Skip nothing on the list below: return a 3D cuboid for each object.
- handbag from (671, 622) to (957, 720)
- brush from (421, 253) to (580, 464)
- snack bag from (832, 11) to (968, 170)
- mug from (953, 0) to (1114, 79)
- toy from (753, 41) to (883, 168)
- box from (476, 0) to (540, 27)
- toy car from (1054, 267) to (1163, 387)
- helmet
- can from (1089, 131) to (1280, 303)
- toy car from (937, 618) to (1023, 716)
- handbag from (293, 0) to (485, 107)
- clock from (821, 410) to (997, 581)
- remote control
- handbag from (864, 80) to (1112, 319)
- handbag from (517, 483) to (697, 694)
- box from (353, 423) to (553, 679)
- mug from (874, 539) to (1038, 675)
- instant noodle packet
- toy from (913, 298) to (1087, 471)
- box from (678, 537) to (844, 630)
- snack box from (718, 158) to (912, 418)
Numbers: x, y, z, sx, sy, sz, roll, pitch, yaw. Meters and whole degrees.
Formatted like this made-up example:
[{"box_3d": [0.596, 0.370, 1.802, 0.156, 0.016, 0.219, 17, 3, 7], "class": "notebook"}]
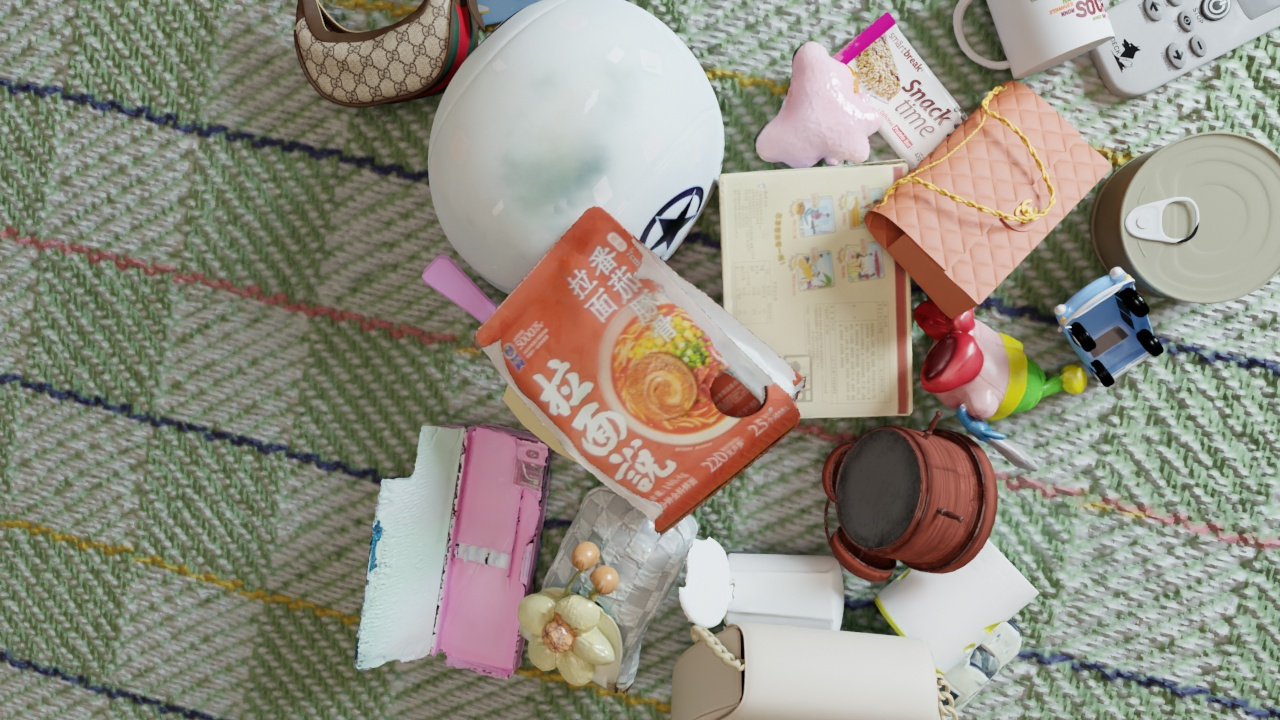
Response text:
[{"box_3d": [0.131, 0.276, 0.744, 0.210, 0.209, 0.103, 6, 52, -4], "class": "handbag"}, {"box_3d": [-0.092, 0.000, 0.774, 0.089, 0.043, 0.228, -40, 112, 20], "class": "brush"}, {"box_3d": [0.241, -0.193, 0.767, 0.070, 0.016, 0.196, -39, 89, 8], "class": "snack bag"}, {"box_3d": [0.304, -0.275, 0.726, 0.105, 0.073, 0.089, -19, 93, 30], "class": "mug"}, {"box_3d": [0.152, -0.203, 0.760, 0.093, 0.050, 0.102, 23, 107, 5], "class": "toy"}, {"box_3d": [-0.084, -0.357, 0.779, 0.210, 0.049, 0.120, -9, 93, 10], "class": "box"}, {"box_3d": [0.360, -0.027, 0.712, 0.056, 0.153, 0.054, -38, 53, 17], "class": "toy car"}, {"box_3d": [-0.064, -0.166, 0.738, 0.264, 0.163, 0.236, -41, 88, 10], "class": "helmet"}, {"box_3d": [0.430, -0.109, 0.720, 0.128, 0.073, 0.128, 1, 96, 8], "class": "can"}, {"box_3d": [0.285, 0.263, 0.798, 0.048, 0.033, 0.105, 41, 98, 4], "class": "toy car"}, {"box_3d": [-0.216, -0.292, 0.780, 0.167, 0.063, 0.138, -6, 108, 19], "class": "handbag"}, {"box_3d": [0.208, 0.115, 0.750, 0.072, 0.158, 0.120, 14, 58, -26], "class": "clock"}, {"box_3d": [0.438, -0.272, 0.730, 0.151, 0.019, 0.074, -27, 92, 9], "class": "remote control"}, {"box_3d": [0.271, -0.133, 0.715, 0.171, 0.060, 0.109, -43, 86, -15], "class": "handbag"}, {"box_3d": [-0.032, 0.191, 0.789, 0.112, 0.123, 0.171, 28, 98, 19], "class": "handbag"}, {"box_3d": [-0.168, 0.171, 0.835, 0.158, 0.066, 0.230, 8, 97, -17], "class": "box"}, {"box_3d": [0.263, 0.197, 0.769, 0.106, 0.082, 0.082, -44, 89, 8], "class": "mug"}, {"box_3d": [-0.004, 0.004, 0.721, 0.221, 0.083, 0.165, 43, 117, -8], "class": "instant noodle packet"}, {"box_3d": [0.289, 0.013, 0.741, 0.131, 0.124, 0.097, 37, 126, -26], "class": "toy"}, {"box_3d": [0.102, 0.193, 0.765, 0.137, 0.144, 0.083, 0, 73, 10], "class": "box"}, {"box_3d": [0.146, -0.057, 0.773, 0.153, 0.055, 0.207, -2, 95, 8], "class": "snack box"}]
